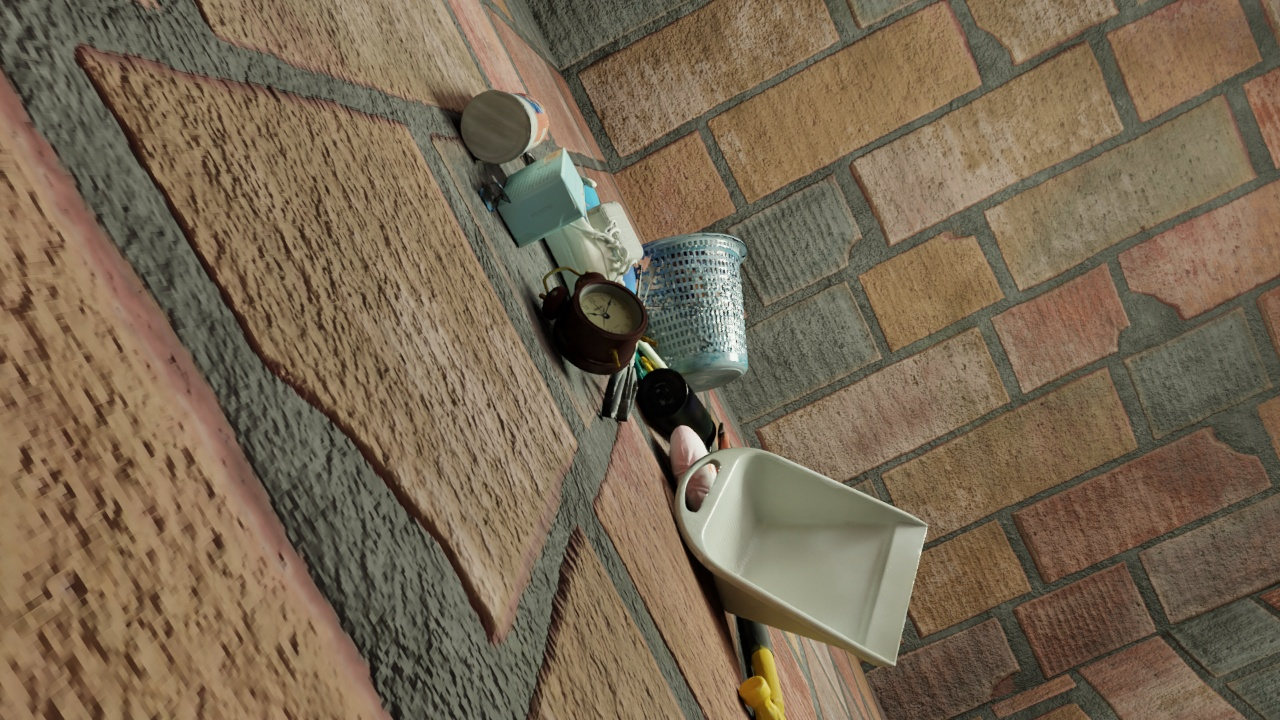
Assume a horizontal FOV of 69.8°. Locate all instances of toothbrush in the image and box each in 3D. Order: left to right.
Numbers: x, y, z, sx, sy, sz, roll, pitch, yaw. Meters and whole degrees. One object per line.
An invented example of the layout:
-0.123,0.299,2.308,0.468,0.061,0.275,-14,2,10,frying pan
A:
-0.127,-0.240,1.300,0.018,0.015,0.181,61,4,30,toothbrush
-0.011,-0.034,1.250,0.189,0.020,0.029,47,46,-32,toothbrush

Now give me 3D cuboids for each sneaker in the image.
-0.046,-0.108,1.096,0.242,0.091,0.089,65,8,5,sneaker

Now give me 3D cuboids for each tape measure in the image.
-0.007,0.007,1.234,0.058,0.025,0.054,65,8,2,tape measure
0.011,0.023,1.292,0.060,0.029,0.057,51,5,21,tape measure

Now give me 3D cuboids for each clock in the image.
-0.046,-0.042,0.873,0.122,0.055,0.081,47,47,14,clock

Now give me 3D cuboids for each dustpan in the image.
0.177,0.199,1.058,0.222,0.258,0.143,-56,139,-46,dustpan

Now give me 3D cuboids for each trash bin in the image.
0.069,-0.058,1.385,0.226,0.227,0.195,43,34,-71,trash bin

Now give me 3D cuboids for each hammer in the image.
0.140,0.343,1.055,0.129,0.033,0.300,62,7,-14,hammer

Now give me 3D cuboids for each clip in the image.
-0.141,-0.164,0.888,0.027,0.043,0.058,57,1,-25,clip

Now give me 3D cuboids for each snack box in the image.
-0.104,-0.178,0.984,0.051,0.074,0.174,60,8,-21,snack box

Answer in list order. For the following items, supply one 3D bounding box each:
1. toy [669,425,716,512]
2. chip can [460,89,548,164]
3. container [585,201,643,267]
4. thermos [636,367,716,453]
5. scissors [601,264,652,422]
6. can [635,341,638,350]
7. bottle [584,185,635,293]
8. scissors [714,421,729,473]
0.071,0.145,1.197,0.159,0.054,0.121,62,10,-81,toy
-0.143,-0.258,1.005,0.071,0.071,0.214,62,7,-14,chip can
-0.058,-0.153,1.193,0.090,0.090,0.114,63,10,-5,container
0.064,0.084,1.287,0.090,0.068,0.242,60,5,23,thermos
-0.012,-0.009,0.957,0.159,0.014,0.181,-63,160,-54,scissors
-0.040,-0.029,0.978,0.058,0.058,0.116,65,7,10,can
-0.053,-0.144,1.286,0.218,0.065,0.065,63,7,-4,bottle
0.111,0.189,1.207,0.189,0.015,0.227,64,25,-88,scissors
